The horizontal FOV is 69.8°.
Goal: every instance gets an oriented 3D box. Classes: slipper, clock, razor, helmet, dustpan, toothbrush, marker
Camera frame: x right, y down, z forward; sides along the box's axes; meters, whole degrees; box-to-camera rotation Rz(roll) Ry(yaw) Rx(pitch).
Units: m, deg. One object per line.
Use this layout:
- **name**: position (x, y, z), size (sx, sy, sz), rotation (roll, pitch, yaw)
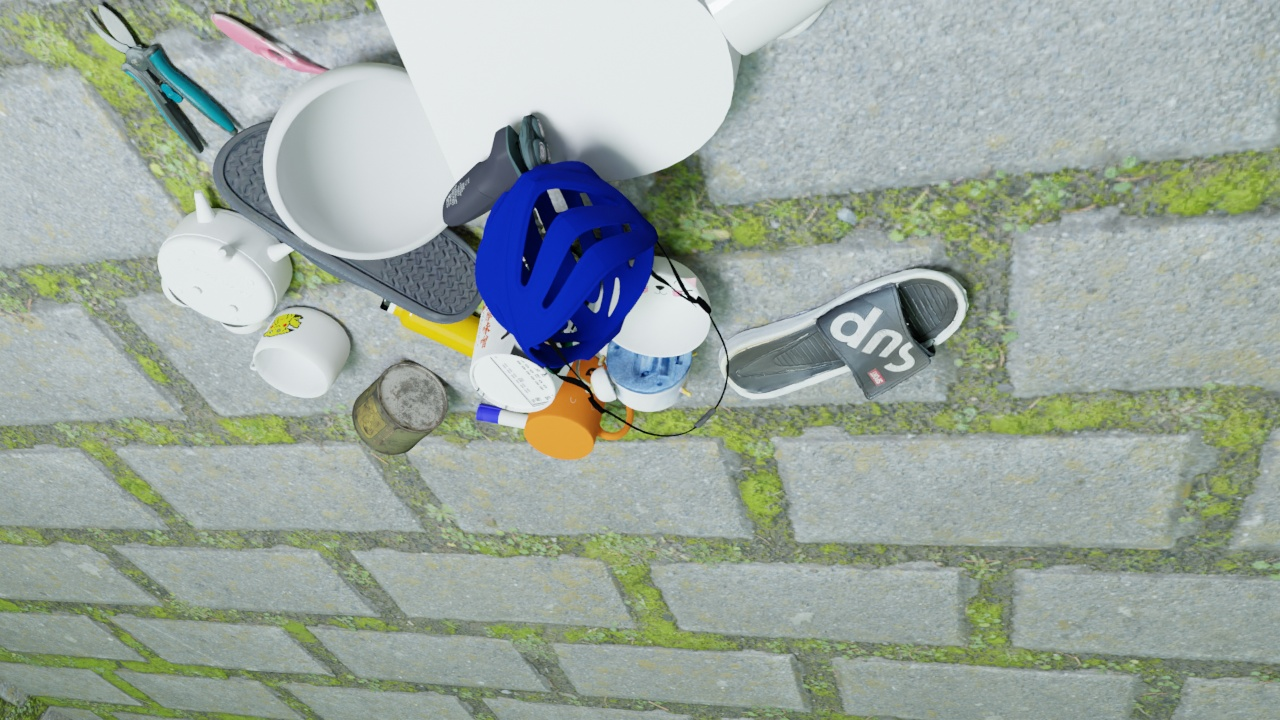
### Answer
- **slipper**: position (-0.272, -0.128, 0.883), size (0.268, 0.110, 0.083), rotation (34, 166, -23)
- **clock**: position (-0.006, 0.006, 0.955), size (0.125, 0.088, 0.052), rotation (6, 145, 8)
- **razor**: position (-0.125, -0.152, 0.766), size (0.052, 0.047, 0.143), rotation (16, 150, -41)
- **helmet**: position (-0.026, -0.044, 0.751), size (0.227, 0.147, 0.242), rotation (43, 167, 19)
- **dustpan**: position (-0.052, -0.235, 0.723), size (0.258, 0.053, 0.192), rotation (0, 137, 17)
- **toothbrush**: position (-0.304, -0.261, 0.789), size (0.135, 0.016, 0.022), rotation (25, 147, -13)
- **slipper**: position (0.195, -0.008, 0.905), size (0.265, 0.063, 0.111), rotation (-17, 131, 34)
- **clock**: position (-0.445, -0.091, 0.976), size (0.125, 0.072, 0.161), rotation (29, 137, -17)
- **marker**: position (-0.129, 0.076, 1.120), size (0.141, 0.020, 0.020), rotation (10, 139, 4)

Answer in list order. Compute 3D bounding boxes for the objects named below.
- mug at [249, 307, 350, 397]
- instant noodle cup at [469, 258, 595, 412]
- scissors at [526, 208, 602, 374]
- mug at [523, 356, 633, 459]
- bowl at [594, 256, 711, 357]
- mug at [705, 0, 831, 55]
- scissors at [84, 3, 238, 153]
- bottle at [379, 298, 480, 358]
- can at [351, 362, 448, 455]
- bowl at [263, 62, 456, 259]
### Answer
- **mug**: position (-0.398, -0.009, 1.060), size (0.116, 0.067, 0.094), rotation (-4, 136, 20)
- **instant noodle cup**: position (-0.113, -0.021, 0.927), size (0.124, 0.121, 0.124), rotation (8, 139, 7)
- **scissors**: position (-0.077, -0.103, 0.879), size (0.015, 0.137, 0.210), rotation (-2, 109, 39)
- **mug**: position (-0.063, 0.054, 1.017), size (0.112, 0.095, 0.078), rotation (17, 139, -4)
- **bowl**: position (0.016, -0.060, 0.901), size (0.115, 0.050, 0.115), rotation (8, 139, 7)
- **mug**: position (0.101, -0.264, 0.639), size (0.088, 0.081, 0.114), rotation (-23, 159, 27)
- **scissors**: position (-0.432, -0.249, 0.837), size (0.154, 0.019, 0.126), rotation (21, 137, -6)
- **bottle**: position (-0.209, -0.038, 0.994), size (0.143, 0.043, 0.043), rotation (26, 138, -14)
- **can**: position (-0.285, 0.058, 1.088), size (0.090, 0.089, 0.075), rotation (34, 136, -22)
- **bowl**: position (-0.238, -0.179, 0.799), size (0.176, 0.066, 0.177), rotation (-17, 133, -19)
